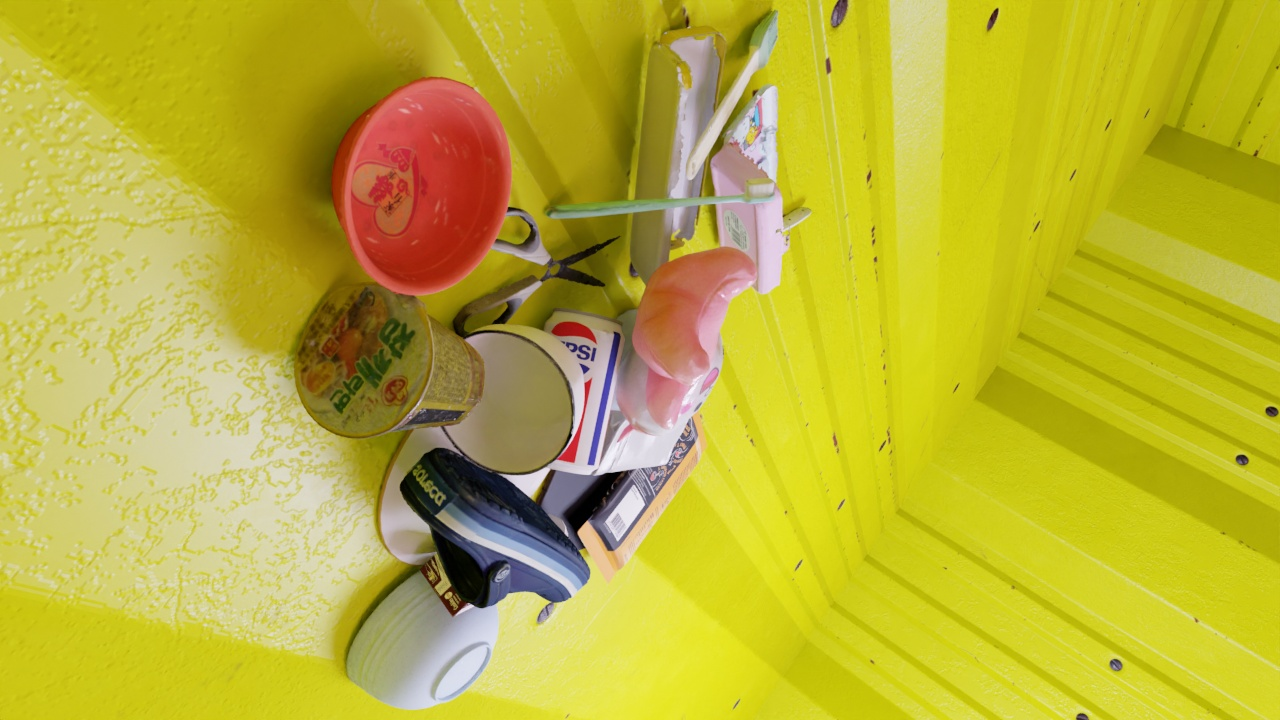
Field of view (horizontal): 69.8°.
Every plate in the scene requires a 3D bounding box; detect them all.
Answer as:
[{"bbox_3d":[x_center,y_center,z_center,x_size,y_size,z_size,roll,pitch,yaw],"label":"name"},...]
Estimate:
[{"bbox_3d":[-0.133,0.090,0.816,0.229,0.021,0.230,-39,148,-31],"label":"plate"}]

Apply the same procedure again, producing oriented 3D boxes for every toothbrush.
[{"bbox_3d":[0.139,-0.136,1.035,0.188,0.016,0.017,-35,155,-37],"label":"toothbrush"},{"bbox_3d":[0.016,-0.125,0.717,0.180,0.016,0.017,-6,128,-1],"label":"toothbrush"}]

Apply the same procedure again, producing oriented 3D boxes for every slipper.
[{"bbox_3d":[-0.128,0.147,0.751,0.095,0.105,0.253,-47,149,-8],"label":"slipper"}]

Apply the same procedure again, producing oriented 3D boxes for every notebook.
[{"bbox_3d":[-0.060,0.128,0.992,0.141,0.008,0.209,-2,121,-58],"label":"notebook"}]

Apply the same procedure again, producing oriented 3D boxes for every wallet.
[{"bbox_3d":[-0.003,0.081,0.987,0.116,0.032,0.086,0,123,-49],"label":"wallet"}]

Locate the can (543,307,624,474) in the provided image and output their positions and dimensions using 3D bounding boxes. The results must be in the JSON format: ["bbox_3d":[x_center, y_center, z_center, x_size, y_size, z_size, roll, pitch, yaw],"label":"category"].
[{"bbox_3d":[-0.058,0.026,0.783,0.070,0.070,0.132,18,83,-62],"label":"can"}]

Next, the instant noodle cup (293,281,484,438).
[{"bbox_3d":[-0.158,0.006,0.617,0.102,0.102,0.108,-58,162,1],"label":"instant noodle cup"}]

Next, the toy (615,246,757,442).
[{"bbox_3d":[0.030,-0.008,0.791,0.141,0.084,0.213,-61,173,-21],"label":"toy"}]

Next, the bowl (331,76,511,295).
[{"bbox_3d":[-0.139,-0.108,0.557,0.130,0.045,0.131,-33,133,-44],"label":"bowl"}]

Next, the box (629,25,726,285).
[{"bbox_3d":[0.037,-0.161,0.764,0.083,0.080,0.211,-17,137,-25],"label":"box"}]

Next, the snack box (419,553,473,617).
[{"bbox_3d":[-0.137,0.188,0.849,0.032,0.051,0.140,-44,165,19],"label":"snack box"}]

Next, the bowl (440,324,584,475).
[{"bbox_3d":[-0.094,0.024,0.707,0.065,0.116,0.116,-46,158,-67],"label":"bowl"}]

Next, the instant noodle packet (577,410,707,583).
[{"bbox_3d":[0.010,0.149,1.091,0.220,0.032,0.160,-52,152,-21],"label":"instant noodle packet"}]

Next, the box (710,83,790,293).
[{"bbox_3d":[0.122,-0.160,0.884,0.103,0.101,0.201,-42,160,-8],"label":"box"}]

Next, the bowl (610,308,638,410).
[{"bbox_3d":[-0.005,0.005,0.907,0.106,0.039,0.106,-39,143,-38],"label":"bowl"}]

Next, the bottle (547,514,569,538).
[{"bbox_3d":[-0.091,0.207,0.968,0.041,0.041,0.116,-44,150,-25],"label":"bottle"}]

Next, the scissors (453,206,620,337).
[{"bbox_3d":[-0.084,-0.070,0.721,0.169,0.012,0.157,-44,151,-9],"label":"scissors"}]

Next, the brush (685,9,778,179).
[{"bbox_3d":[0.079,-0.226,0.774,0.033,0.012,0.217,80,31,-51],"label":"brush"}]

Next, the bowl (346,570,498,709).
[{"bbox_3d":[-0.186,0.264,0.847,0.150,0.075,0.151,-39,150,-28],"label":"bowl"}]
